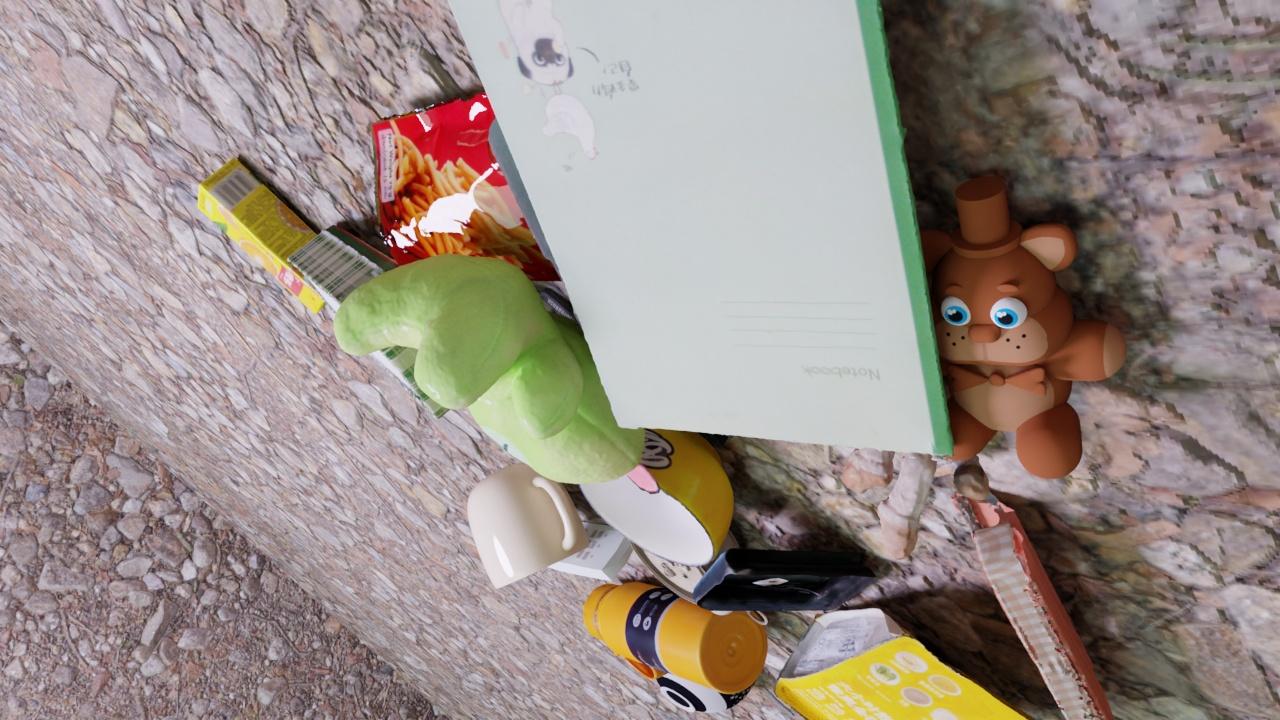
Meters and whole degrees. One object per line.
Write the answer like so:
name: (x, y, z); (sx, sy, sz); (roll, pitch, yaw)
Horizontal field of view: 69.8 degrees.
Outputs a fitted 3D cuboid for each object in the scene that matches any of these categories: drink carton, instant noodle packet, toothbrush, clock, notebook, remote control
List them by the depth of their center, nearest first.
notebook: (0.028, -0.062, 0.394); (0.182, 0.010, 0.253); (3, 128, 33)
toothbrush: (-0.004, 0.004, 0.638); (0.167, 0.013, 0.013); (39, 151, 2)
instant noodle packet: (0.209, 0.247, 0.649); (0.163, 0.084, 0.222); (37, 158, 5)
clock: (0.054, 0.164, 0.756); (0.141, 0.054, 0.093); (43, 152, 6)
drink carton: (-0.311, -0.105, 0.787); (0.134, 0.042, 0.059); (45, 153, -11)
remote control: (-0.060, 0.188, 0.915); (0.144, 0.049, 0.024); (-4, 132, 49)

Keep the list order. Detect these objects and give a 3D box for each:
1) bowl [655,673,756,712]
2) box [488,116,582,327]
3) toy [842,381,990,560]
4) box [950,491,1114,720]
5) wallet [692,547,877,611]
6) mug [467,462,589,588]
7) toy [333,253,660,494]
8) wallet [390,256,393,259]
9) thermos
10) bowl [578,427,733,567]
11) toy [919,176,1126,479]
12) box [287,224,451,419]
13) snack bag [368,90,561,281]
bowl: (0.056, 0.331, 0.971); (0.120, 0.066, 0.120); (27, 149, 18)
box: (0.025, -0.056, 0.472); (0.146, 0.077, 0.202); (8, 139, 35)
toy: (0.133, 0.034, 0.466); (0.074, 0.085, 0.106); (-13, 111, 13)
box: (0.235, 0.150, 0.542); (0.042, 0.082, 0.187); (-22, 118, 23)
wallet: (0.104, 0.160, 0.676); (0.115, 0.026, 0.089); (5, 149, -12)
mug: (-0.103, 0.143, 0.850); (0.120, 0.096, 0.099); (-32, 79, 45)
toy: (-0.074, 0.006, 0.560); (0.150, 0.107, 0.196); (24, 176, 36)
wallet: (-0.153, -0.032, 0.738); (0.072, 0.019, 0.123); (20, 146, 29)
thermos: (0.021, 0.267, 0.888); (0.076, 0.091, 0.233); (18, 166, -28)
bowl: (0.019, 0.089, 0.673); (0.117, 0.067, 0.117); (27, 149, 18)
toy: (0.154, -0.014, 0.394); (0.095, 0.065, 0.128); (2, 130, 34)
box: (-0.195, -0.034, 0.691); (0.118, 0.051, 0.206); (55, 166, -28)
snack bag: (-0.065, -0.100, 0.537); (0.208, 0.066, 0.139); (0, 128, 35)
